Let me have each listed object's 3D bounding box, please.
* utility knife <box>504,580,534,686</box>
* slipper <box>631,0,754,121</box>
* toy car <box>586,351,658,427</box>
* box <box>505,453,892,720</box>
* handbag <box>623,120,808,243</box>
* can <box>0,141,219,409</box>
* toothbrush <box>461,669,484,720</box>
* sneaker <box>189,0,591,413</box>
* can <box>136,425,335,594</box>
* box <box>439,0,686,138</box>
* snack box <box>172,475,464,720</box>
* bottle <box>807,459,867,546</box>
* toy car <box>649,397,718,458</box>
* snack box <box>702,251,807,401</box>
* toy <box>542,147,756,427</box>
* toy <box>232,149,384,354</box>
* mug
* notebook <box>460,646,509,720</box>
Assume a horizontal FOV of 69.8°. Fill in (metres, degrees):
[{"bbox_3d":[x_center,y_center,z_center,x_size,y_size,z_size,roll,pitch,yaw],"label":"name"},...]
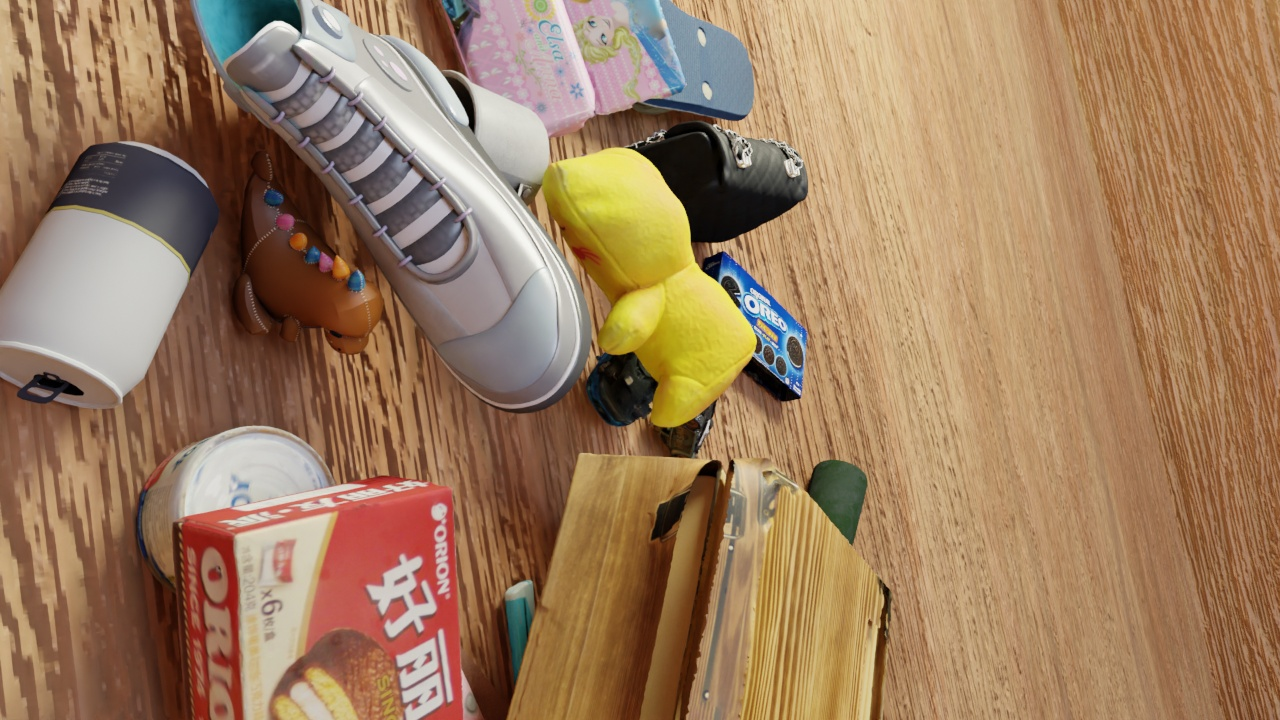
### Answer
[{"bbox_3d":[-0.070,0.229,0.592,0.022,0.015,0.169,-2,83,-52],"label":"utility knife"},{"bbox_3d":[0.008,-0.270,0.808,0.294,0.060,0.118,0,82,-53],"label":"slipper"},{"bbox_3d":[-0.004,0.004,0.715,0.056,0.044,0.119,57,40,-21],"label":"toy car"},{"bbox_3d":[0.039,0.223,0.545,0.247,0.176,0.278,59,39,-50],"label":"box"},{"bbox_3d":[0.059,-0.167,0.781,0.153,0.125,0.114,0,79,-50],"label":"handbag"},{"bbox_3d":[-0.246,-0.035,0.418,0.064,0.064,0.127,36,53,-39],"label":"can"},{"bbox_3d":[-0.113,0.184,0.524,0.027,0.026,0.222,-61,130,-77],"label":"toothbrush"},{"bbox_3d":[-0.127,-0.089,0.463,0.256,0.093,0.160,56,7,16],"label":"sneaker"},{"bbox_3d":[-0.198,0.077,0.458,0.086,0.043,0.086,22,61,-45],"label":"can"},{"bbox_3d":[-0.069,-0.282,0.662,0.159,0.035,0.230,-20,96,-11],"label":"box"},{"bbox_3d":[-0.143,0.181,0.430,0.113,0.060,0.236,-6,96,-51],"label":"snack box"},{"bbox_3d":[0.173,0.178,0.869,0.055,0.055,0.173,48,47,-30],"label":"bottle"},{"bbox_3d":[0.034,0.045,0.737,0.112,0.047,0.047,96,20,-58],"label":"toy car"},{"bbox_3d":[0.109,-0.030,0.877,0.150,0.027,0.082,37,52,-38],"label":"snack box"},{"bbox_3d":[0.009,-0.058,0.631,0.194,0.088,0.134,63,20,-7],"label":"toy"},{"bbox_3d":[-0.173,-0.055,0.480,0.070,0.090,0.103,-34,137,-41],"label":"toy"},{"bbox_3d":[-0.103,-0.128,0.592,0.070,0.084,0.113,10,33,-51],"label":"mug"},{"bbox_3d":[-0.160,0.228,0.484,0.141,0.008,0.208,58,42,-21],"label":"notebook"}]
